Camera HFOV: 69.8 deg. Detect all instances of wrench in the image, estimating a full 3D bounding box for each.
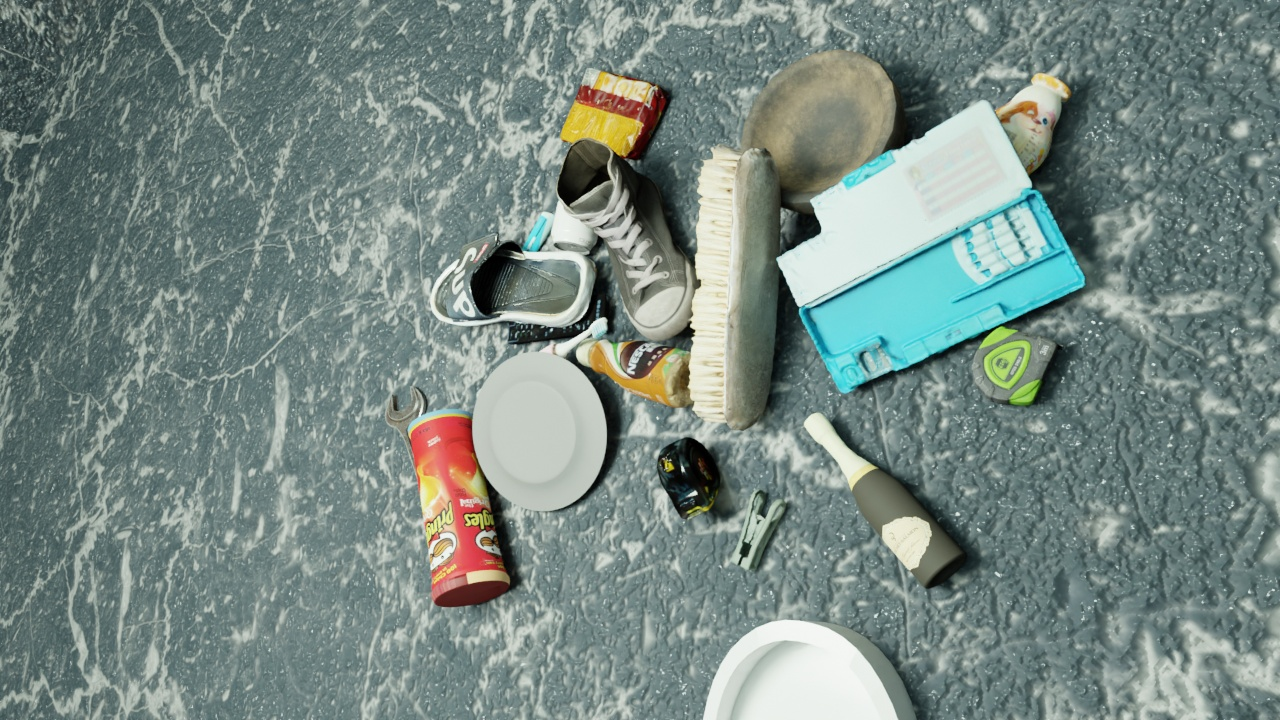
[{"bbox_3d":[-0.269,0.146,1.156,0.070,0.010,0.273,-38,58,20],"label":"wrench"}]

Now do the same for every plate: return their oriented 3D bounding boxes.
[{"bbox_3d":[-0.118,0.080,1.023,0.179,0.012,0.178,1,92,27],"label":"plate"}]

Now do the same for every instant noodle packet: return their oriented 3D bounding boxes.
[{"bbox_3d":[-0.035,-0.297,1.109,0.135,0.039,0.098,26,91,36],"label":"instant noodle packet"}]

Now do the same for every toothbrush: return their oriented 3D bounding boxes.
[{"bbox_3d":[-0.114,0.003,1.054,0.223,0.027,0.026,-30,64,37],"label":"toothbrush"}]

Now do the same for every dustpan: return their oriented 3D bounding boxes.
[{"bbox_3d":[0.137,0.355,0.781,0.192,0.053,0.257,1,77,35],"label":"dustpan"}]

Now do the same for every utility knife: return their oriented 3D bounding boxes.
[{"bbox_3d":[-0.145,-0.123,1.148,0.022,0.015,0.141,33,98,17],"label":"utility knife"}]

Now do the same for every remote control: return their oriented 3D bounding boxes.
[{"bbox_3d":[-0.096,-0.046,1.087,0.151,0.022,0.047,-5,74,36],"label":"remote control"}]

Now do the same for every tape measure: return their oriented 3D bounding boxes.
[{"bbox_3d":[0.313,0.006,0.776,0.059,0.036,0.065,29,90,28],"label":"tape measure"},{"bbox_3d":[0.047,0.113,0.907,0.042,0.072,0.071,-35,88,27],"label":"tape measure"}]

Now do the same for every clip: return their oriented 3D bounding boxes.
[{"bbox_3d":[0.112,0.163,0.877,0.037,0.023,0.075,21,90,36],"label":"clip"}]

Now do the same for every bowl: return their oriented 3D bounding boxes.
[{"bbox_3d":[0.186,-0.217,0.909,0.163,0.070,0.162,-11,70,32],"label":"bowl"}]

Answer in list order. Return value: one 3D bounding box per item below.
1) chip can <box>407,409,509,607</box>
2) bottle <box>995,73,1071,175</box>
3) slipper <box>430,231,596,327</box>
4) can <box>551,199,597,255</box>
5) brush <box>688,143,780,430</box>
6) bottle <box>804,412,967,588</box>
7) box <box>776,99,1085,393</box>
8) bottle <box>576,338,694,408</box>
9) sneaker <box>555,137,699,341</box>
[{"bbox_3d":[-0.213,0.169,1.063,0.087,0.087,0.213,-30,60,24],"label":"chip can"},{"bbox_3d":[0.331,-0.197,0.807,0.063,0.063,0.109,41,100,36],"label":"bottle"},{"bbox_3d":[-0.169,-0.095,1.105,0.264,0.063,0.111,8,77,36],"label":"slipper"},{"bbox_3d":[-0.071,-0.180,1.088,0.055,0.055,0.101,5,79,36],"label":"can"},{"bbox_3d":[0.092,-0.068,0.879,0.057,0.083,0.271,10,104,38],"label":"brush"},{"bbox_3d":[0.207,0.115,0.810,0.045,0.045,0.184,-47,55,14],"label":"bottle"},{"bbox_3d":[0.239,-0.095,0.809,0.227,0.039,0.181,-28,89,27],"label":"box"},{"bbox_3d":[-0.006,0.006,0.986,0.167,0.059,0.059,16,85,46],"label":"bottle"},{"bbox_3d":[-0.015,-0.131,0.985,0.095,0.119,0.234,-27,58,25],"label":"sneaker"}]
